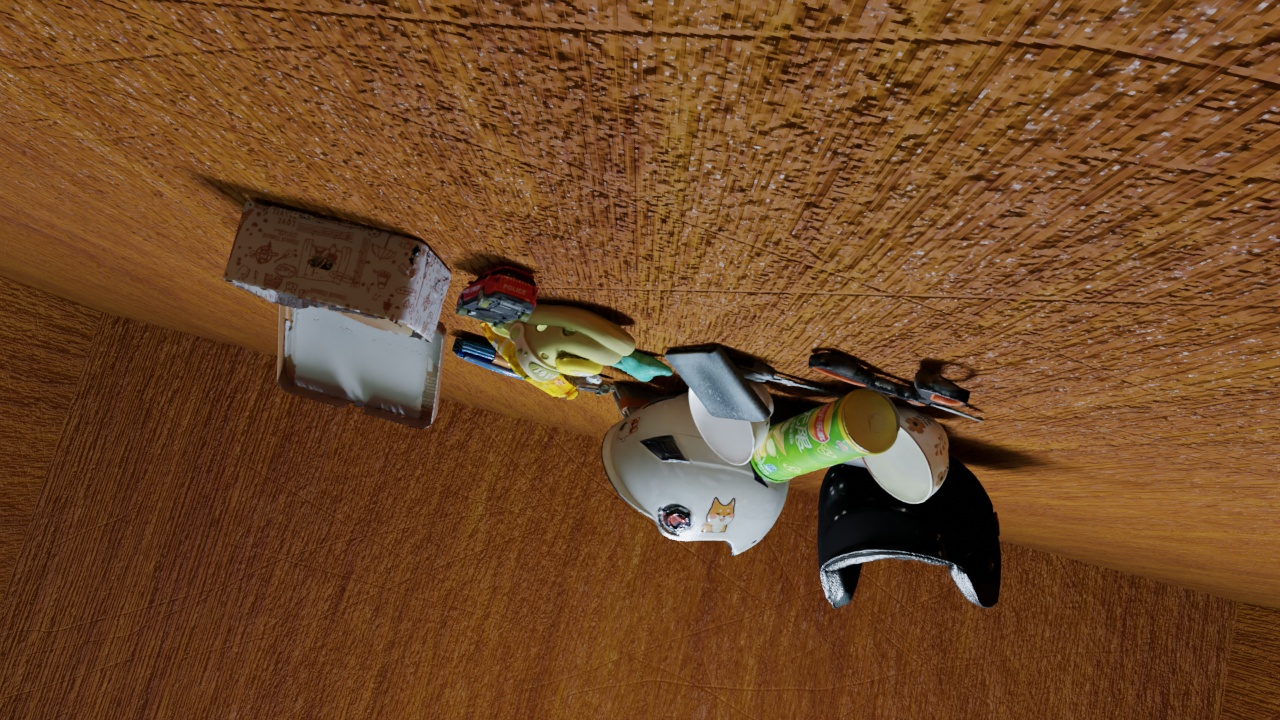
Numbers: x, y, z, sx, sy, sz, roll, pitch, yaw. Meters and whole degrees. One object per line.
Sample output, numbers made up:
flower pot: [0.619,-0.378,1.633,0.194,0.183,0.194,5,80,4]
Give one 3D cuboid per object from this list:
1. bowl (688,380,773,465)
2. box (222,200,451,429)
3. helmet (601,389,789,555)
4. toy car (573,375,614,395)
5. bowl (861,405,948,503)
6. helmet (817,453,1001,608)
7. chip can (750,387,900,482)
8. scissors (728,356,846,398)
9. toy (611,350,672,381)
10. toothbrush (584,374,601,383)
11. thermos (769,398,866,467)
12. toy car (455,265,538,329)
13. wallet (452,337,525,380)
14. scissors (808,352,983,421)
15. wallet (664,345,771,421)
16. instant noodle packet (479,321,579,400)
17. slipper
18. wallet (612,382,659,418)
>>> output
bowl: [0.118,0.058,1.094,0.064,0.118,0.118,-27,-168,-27]
box: [-0.288,-0.046,0.917,0.179,0.130,0.273,14,146,2]
helmet: [0.100,0.134,1.288,0.274,0.229,0.157,27,127,-16]
toy car: [-0.084,0.034,1.426,0.090,0.035,0.042,11,174,-16]
bowl: [0.302,0.096,1.025,0.062,0.113,0.114,-29,-172,-21]
helmet: [0.363,0.221,1.252,0.234,0.230,0.274,-8,170,33]
chip can: [0.201,0.090,1.048,0.072,0.072,0.222,17,160,-16]
scissors: [0.159,0.023,1.017,0.163,0.014,0.166,9,170,36]
toy: [-0.007,0.007,1.141,0.096,0.030,0.092,20,170,4]
toothbrush: [-0.082,0.008,1.138,0.018,0.015,0.181,12,172,18]
thermos: [0.260,0.099,1.164,0.243,0.068,0.090,10,177,29]
toy car: [-0.135,-0.060,0.867,0.053,0.045,0.121,21,164,-26]
wallet: [-0.216,-0.004,1.390,0.133,0.040,0.106,17,180,-18]
scissors: [0.254,0.026,0.877,0.225,0.021,0.221,17,177,-2]
wallet: [0.082,0.024,1.005,0.097,0.019,0.121,52,159,-15]
instant noodle packet: [-0.135,-0.005,1.133,0.111,0.044,0.128,44,-177,25]
slipper: [-0.092,-0.015,0.976,0.191,0.081,0.091,11,174,37]
wallet: [0.013,0.083,1.441,0.106,0.037,0.129,21,-160,-30]
